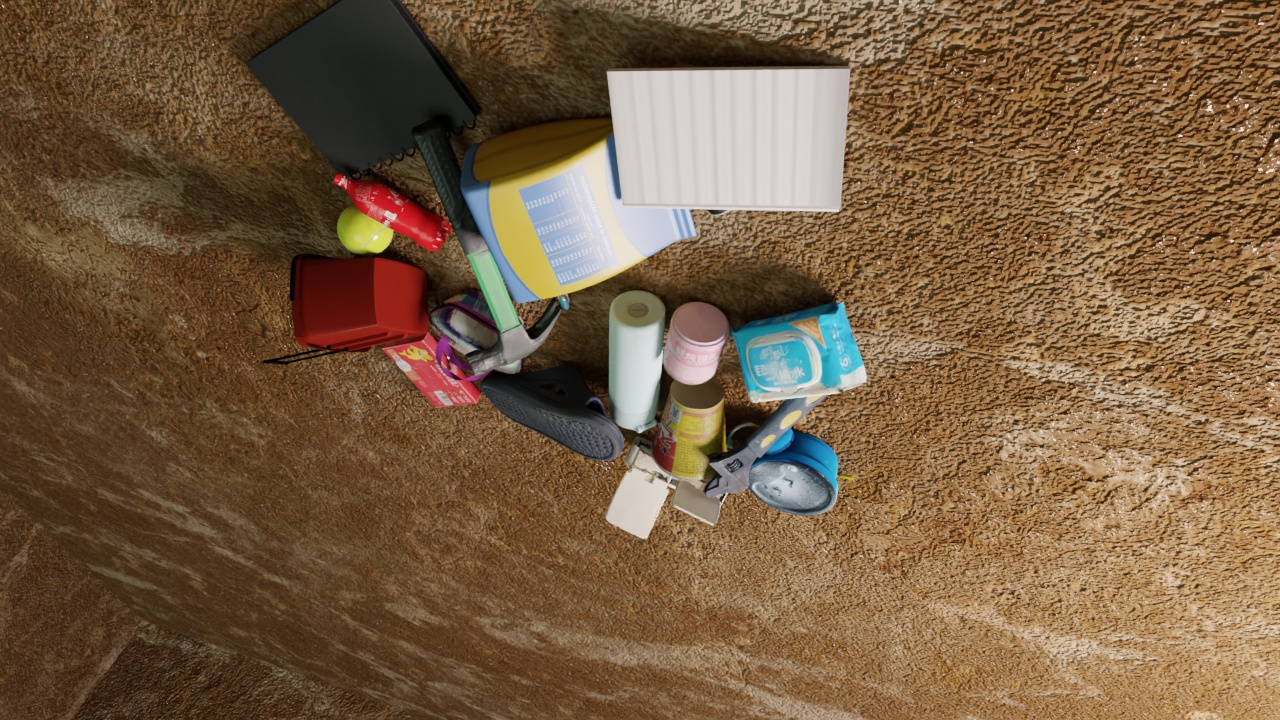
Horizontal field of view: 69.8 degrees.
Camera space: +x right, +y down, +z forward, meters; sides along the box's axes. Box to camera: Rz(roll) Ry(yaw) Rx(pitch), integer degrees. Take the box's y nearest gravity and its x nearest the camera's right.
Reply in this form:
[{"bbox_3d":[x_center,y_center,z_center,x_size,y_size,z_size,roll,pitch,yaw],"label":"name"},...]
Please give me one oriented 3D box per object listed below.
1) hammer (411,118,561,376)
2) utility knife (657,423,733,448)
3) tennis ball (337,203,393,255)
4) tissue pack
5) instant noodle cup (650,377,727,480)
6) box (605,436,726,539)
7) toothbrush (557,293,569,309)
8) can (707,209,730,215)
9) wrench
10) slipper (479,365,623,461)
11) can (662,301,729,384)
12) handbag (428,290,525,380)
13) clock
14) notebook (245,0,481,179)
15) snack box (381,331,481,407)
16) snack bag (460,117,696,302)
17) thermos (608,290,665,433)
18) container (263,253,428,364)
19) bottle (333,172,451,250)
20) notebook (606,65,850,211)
[{"bbox_3d":[-0.183,-0.125,1.042,0.130,0.032,0.319,-24,131,-8],"label":"hammer"},{"bbox_3d":[0.050,0.091,1.238,0.158,0.015,0.022,16,173,13],"label":"utility knife"},{"bbox_3d":[-0.333,-0.159,1.110,0.065,0.065,0.065,15,141,12],"label":"tennis ball"},{"bbox_3d":[0.167,-0.004,0.999,0.145,0.061,0.093,-11,103,39],"label":"tissue pack"},{"bbox_3d":[0.065,0.077,1.156,0.100,0.100,0.113,14,133,14],"label":"instant noodle cup"},{"bbox_3d":[0.034,0.181,1.218,0.145,0.186,0.101,26,109,4],"label":"box"},{"bbox_3d":[-0.118,-0.143,1.043,0.027,0.026,0.223,-16,133,6],"label":"toothbrush"},{"bbox_3d":[0.064,-0.181,0.893,0.032,0.031,0.080,-7,132,35],"label":"can"},{"bbox_3d":[0.158,0.082,1.091,0.073,0.022,0.274,23,126,-27],"label":"wrench"},{"bbox_3d":[-0.108,0.058,1.242,0.268,0.083,0.111,16,149,42],"label":"slipper"},{"bbox_3d":[0.063,-0.020,1.055,0.067,0.067,0.076,20,143,6],"label":"can"},{"bbox_3d":[-0.229,-0.018,1.231,0.144,0.067,0.170,33,148,-12],"label":"handbag"},{"bbox_3d":[0.185,0.134,1.179,0.161,0.060,0.117,34,143,-9],"label":"clock"},{"bbox_3d":[-0.296,-0.287,0.978,0.232,0.019,0.169,-11,129,37],"label":"notebook"},{"bbox_3d":[-0.304,0.016,1.336,0.089,0.021,0.133,-7,132,35],"label":"snack box"},{"bbox_3d":[-0.059,-0.162,0.940,0.205,0.102,0.159,-13,133,8],"label":"snack bag"},{"bbox_3d":[-0.007,0.007,1.127,0.078,0.065,0.207,51,155,32],"label":"thermos"},{"bbox_3d":[-0.386,-0.067,1.165,0.201,0.127,0.148,-5,176,20],"label":"container"},{"bbox_3d":[-0.291,-0.177,1.074,0.141,0.041,0.042,29,143,-18],"label":"bottle"},{"bbox_3d":[0.080,-0.200,0.841,0.210,0.009,0.143,3,133,11],"label":"notebook"}]
